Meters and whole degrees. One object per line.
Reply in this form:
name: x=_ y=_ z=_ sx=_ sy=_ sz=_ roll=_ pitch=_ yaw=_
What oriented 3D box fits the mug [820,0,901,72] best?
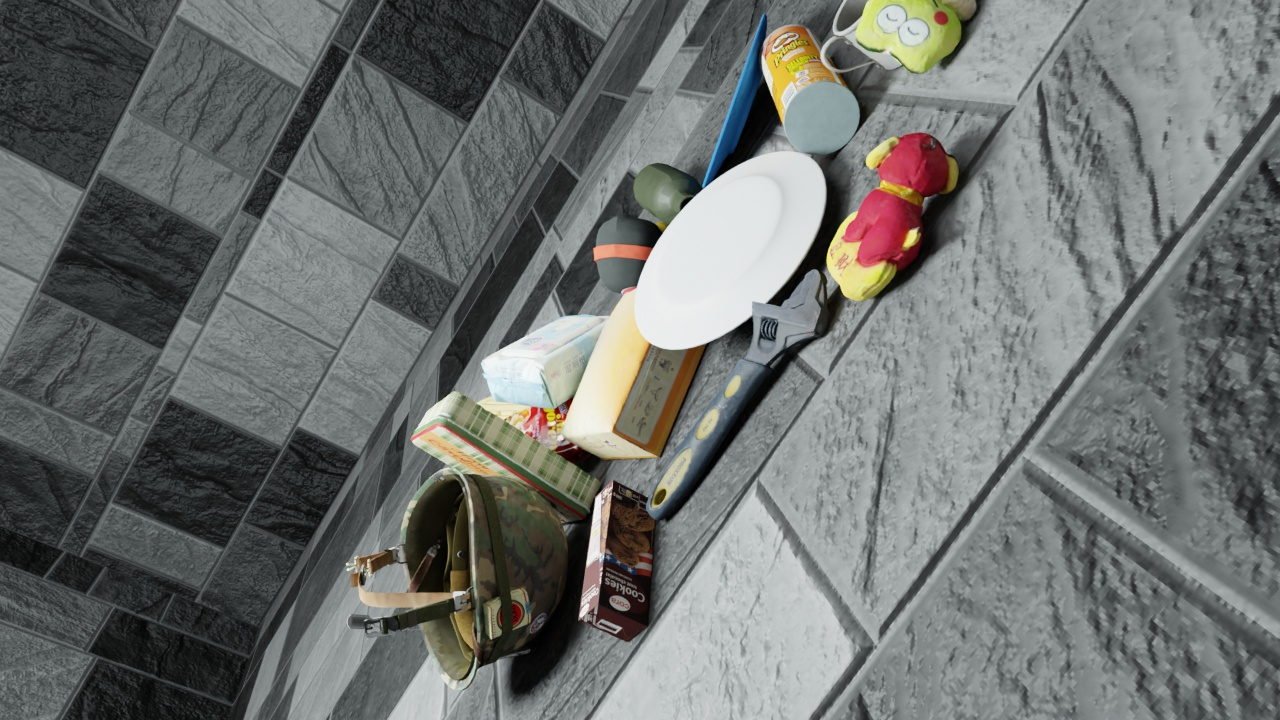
mug: x=0.232 y=-0.325 z=0.898 sx=0.113 sy=0.070 sz=0.084 roll=-55 pitch=20 yaw=17

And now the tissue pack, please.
tissue pack: x=-0.094 y=-0.006 z=1.117 sx=0.112 sy=0.070 sz=0.181 roll=3 pitch=27 yaw=43

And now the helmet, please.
helmet: x=-0.191 y=0.226 z=0.947 sx=0.193 sy=0.236 sz=0.224 roll=7 pitch=83 yaw=54

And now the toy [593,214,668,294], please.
toy: x=-0.016 y=-0.135 z=1.236 sx=0.099 sy=0.098 sz=0.119 roll=13 pitch=-100 yaw=-67

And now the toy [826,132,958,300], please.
toy: x=0.192 y=-0.111 z=0.712 sx=0.137 sy=0.067 sz=0.105 roll=-64 pitch=21 yaw=16

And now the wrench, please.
wrench: x=0.083 y=0.035 z=0.818 sx=0.073 sy=0.022 sz=0.274 roll=47 pitch=112 yaw=41

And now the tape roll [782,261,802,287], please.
tape roll: x=0.130 y=-0.107 z=0.913 sx=0.094 sy=0.027 sz=0.093 roll=-50 pitch=21 yaw=28

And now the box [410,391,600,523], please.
box: x=-0.154 y=0.118 z=1.046 sx=0.118 sy=0.205 sz=0.050 roll=-27 pitch=31 yaw=55

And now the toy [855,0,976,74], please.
toy: x=0.253 y=-0.315 z=0.824 sx=0.115 sy=0.092 sz=0.046 roll=-53 pitch=-19 yaw=-3

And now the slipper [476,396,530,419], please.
slipper: x=-0.170 y=0.108 z=1.307 sx=0.262 sy=0.079 sz=0.111 roll=-5 pitch=55 yaw=45

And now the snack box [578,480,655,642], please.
snack box: x=-0.019 y=0.181 z=0.841 sx=0.032 sy=0.051 sz=0.140 roll=-47 pitch=23 yaw=34

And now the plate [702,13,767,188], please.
plate: x=0.128 y=-0.324 z=1.169 sx=0.224 sy=0.024 sz=0.224 roll=57 pitch=-128 yaw=-90

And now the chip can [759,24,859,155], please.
chip can: x=0.178 y=-0.297 z=0.992 sx=0.075 sy=0.075 sz=0.214 roll=-50 pitch=21 yaw=27

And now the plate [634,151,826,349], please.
plate: x=0.080 y=-0.117 z=0.921 sx=0.243 sy=0.016 sz=0.242 roll=-33 pitch=36 yaw=28

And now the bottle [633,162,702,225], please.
bottle: x=0.043 y=-0.221 z=1.235 sx=0.071 sy=0.071 sz=0.206 roll=-57 pitch=19 yaw=9

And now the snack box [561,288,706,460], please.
snack box: x=-0.006 y=0.006 z=1.016 sx=0.145 sy=0.080 sz=0.195 roll=-15 pitch=49 yaw=64

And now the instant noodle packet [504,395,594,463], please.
instant noodle packet: x=-0.113 y=0.092 z=1.131 sx=0.136 sy=0.039 sz=0.098 roll=-24 pitch=55 yaw=31
